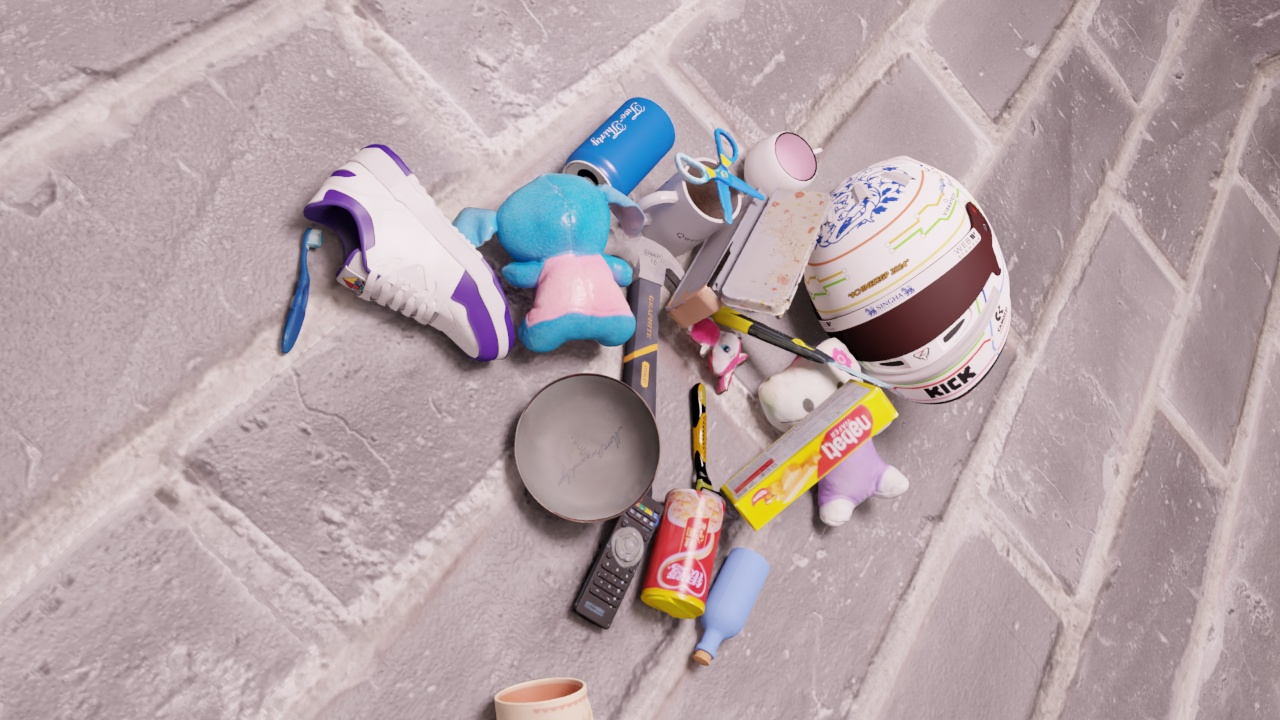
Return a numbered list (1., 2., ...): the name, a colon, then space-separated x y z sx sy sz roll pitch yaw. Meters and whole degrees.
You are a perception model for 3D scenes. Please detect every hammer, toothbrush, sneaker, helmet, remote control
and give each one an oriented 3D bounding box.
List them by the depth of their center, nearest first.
1. toothbrush: -0.319 -0.067 0.864 0.016 0.021 0.132 1 68 5
2. sneaker: -0.226 -0.084 0.885 0.110 0.092 0.244 -41 98 -31
3. remote control: -0.022 0.200 0.937 0.045 0.021 0.140 38 66 -24
4. hammer: -0.006 0.006 1.027 0.139 0.035 0.312 17 65 -28
5. helmet: 0.318 -0.119 1.140 0.236 0.232 0.313 45 33 -21

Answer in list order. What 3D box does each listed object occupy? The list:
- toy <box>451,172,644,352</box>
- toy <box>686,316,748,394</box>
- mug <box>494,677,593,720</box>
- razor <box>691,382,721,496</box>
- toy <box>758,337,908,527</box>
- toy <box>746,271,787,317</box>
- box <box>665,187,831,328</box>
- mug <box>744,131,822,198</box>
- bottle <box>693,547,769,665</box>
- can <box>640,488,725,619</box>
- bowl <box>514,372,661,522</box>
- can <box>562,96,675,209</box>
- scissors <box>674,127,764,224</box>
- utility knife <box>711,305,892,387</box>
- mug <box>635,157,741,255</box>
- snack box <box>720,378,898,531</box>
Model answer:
1. toy: -0.091 -0.102 0.962 0.223 0.099 0.191 -10 80 -22
2. toy: 0.094 -0.014 1.075 0.102 0.050 0.065 49 46 -31
3. mug: -0.077 0.347 0.834 0.111 0.085 0.104 4 78 -62
4. razor: 0.070 0.094 1.048 0.044 0.021 0.144 27 56 -51
5. toy: 0.233 0.083 1.109 0.137 0.085 0.209 -26 95 -5
6. toy: 0.155 -0.103 1.162 0.112 0.050 0.087 35 58 -10
7. box: 0.127 -0.125 1.062 0.215 0.157 0.071 -59 141 -39
8. mug: 0.193 -0.257 1.221 0.123 0.076 0.090 -27 88 -36
9. bottle: 0.092 0.266 0.982 0.048 0.048 0.130 42 56 -12
10. can: 0.046 0.201 0.965 0.066 0.067 0.124 27 60 -21
11. bowl: -0.053 0.092 0.937 0.151 0.057 0.150 0 75 -1
12. can: -0.024 -0.242 1.077 0.079 0.079 0.145 45 55 -11
13. scissors: 0.090 -0.215 1.058 0.130 0.014 0.125 0 71 -28
14. utility knife: 0.185 -0.015 1.072 0.234 0.020 0.028 26 24 26
15. mug: 0.043 -0.180 1.085 0.119 0.097 0.083 -7 76 -34
16. snack box: 0.183 0.101 1.016 0.200 0.092 0.042 -40 96 -1
